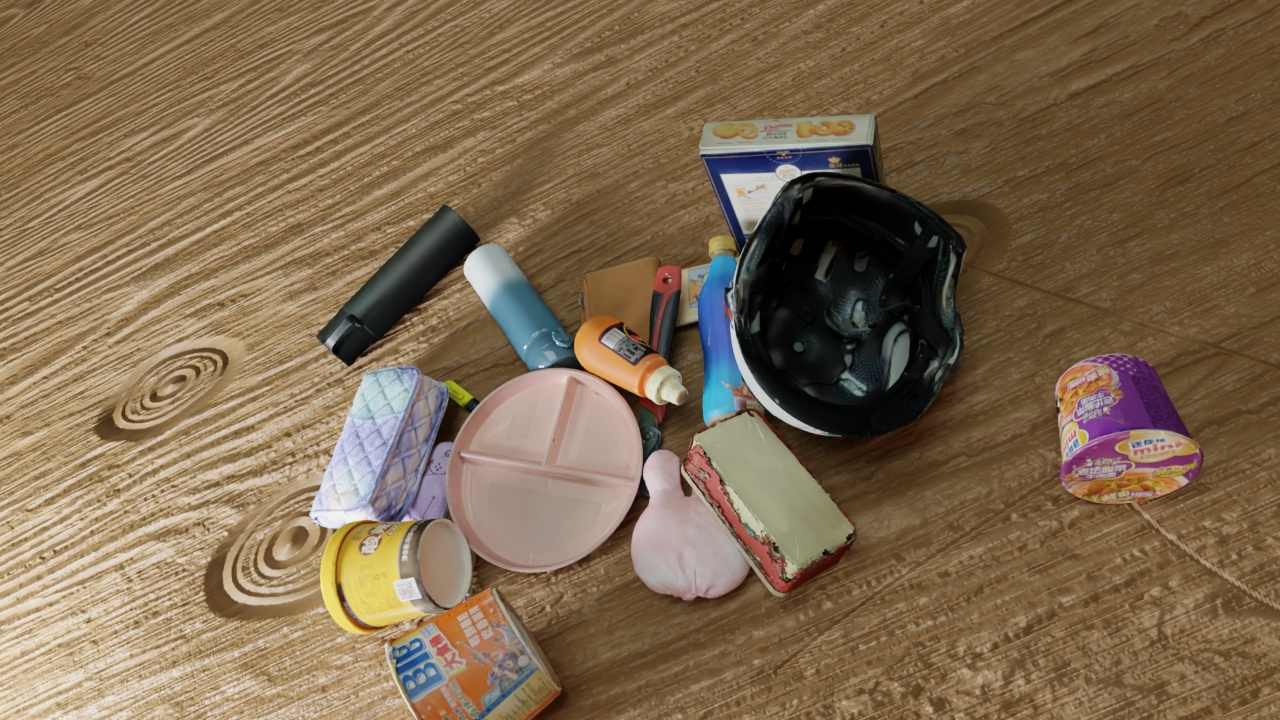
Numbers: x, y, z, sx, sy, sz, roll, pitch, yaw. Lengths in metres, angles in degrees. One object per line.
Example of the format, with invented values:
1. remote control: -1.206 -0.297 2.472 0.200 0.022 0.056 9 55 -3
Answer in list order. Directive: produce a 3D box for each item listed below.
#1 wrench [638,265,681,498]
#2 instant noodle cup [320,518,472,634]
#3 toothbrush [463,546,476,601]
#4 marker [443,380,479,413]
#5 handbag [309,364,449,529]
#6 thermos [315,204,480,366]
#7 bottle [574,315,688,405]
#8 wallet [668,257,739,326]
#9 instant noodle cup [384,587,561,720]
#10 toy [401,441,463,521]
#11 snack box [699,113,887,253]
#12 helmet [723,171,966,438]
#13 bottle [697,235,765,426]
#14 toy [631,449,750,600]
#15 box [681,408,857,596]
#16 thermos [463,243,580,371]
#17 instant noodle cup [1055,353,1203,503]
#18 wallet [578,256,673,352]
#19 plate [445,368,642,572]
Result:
1. wrench: 0.020 0.019 1.013 0.056 0.016 0.273 -5 68 24
2. instant noodle cup: -0.248 0.219 0.954 0.115 0.118 0.118 -13 56 23
3. toothbrush: -0.187 0.202 1.008 0.029 0.021 0.188 0 56 -5
4. marker: -0.198 0.057 1.103 0.124 0.015 0.018 33 79 32
5. handbag: -0.304 0.105 1.074 0.134 0.075 0.193 -7 56 38
6. thermos: -0.317 -0.098 1.203 0.068 0.090 0.242 43 80 -7
7. bottle: -0.006 0.006 0.988 0.149 0.067 0.066 33 77 36
8. wallet: 0.090 -0.080 1.065 0.115 0.024 0.087 -10 52 15
9. instant noodle cup: -0.152 0.295 0.867 0.111 0.151 0.151 -34 54 -11
10. toy: -0.236 0.143 1.052 0.084 0.039 0.107 -10 57 38
11. snack box: 0.174 -0.185 0.994 0.178 0.182 0.045 3 61 23
12. helmet: 0.188 -0.041 0.912 0.230 0.157 0.273 15 72 -4
13. bottle: 0.094 -0.033 0.988 0.065 0.065 0.218 -9 68 17
14. toy: 0.050 0.161 0.914 0.121 0.054 0.159 -4 58 6
15. box: 0.119 0.127 0.867 0.091 0.076 0.168 -23 58 -25
16. thermos: -0.143 -0.058 1.119 0.070 0.070 0.220 -37 54 -3
17. instant noodle cup: 0.416 0.056 0.804 0.112 0.112 0.099 -9 49 17
18. wallet: -0.020 -0.056 1.089 0.108 0.031 0.131 -14 57 10
19. plate: -0.104 0.118 0.999 0.230 0.028 0.229 -7 65 16
